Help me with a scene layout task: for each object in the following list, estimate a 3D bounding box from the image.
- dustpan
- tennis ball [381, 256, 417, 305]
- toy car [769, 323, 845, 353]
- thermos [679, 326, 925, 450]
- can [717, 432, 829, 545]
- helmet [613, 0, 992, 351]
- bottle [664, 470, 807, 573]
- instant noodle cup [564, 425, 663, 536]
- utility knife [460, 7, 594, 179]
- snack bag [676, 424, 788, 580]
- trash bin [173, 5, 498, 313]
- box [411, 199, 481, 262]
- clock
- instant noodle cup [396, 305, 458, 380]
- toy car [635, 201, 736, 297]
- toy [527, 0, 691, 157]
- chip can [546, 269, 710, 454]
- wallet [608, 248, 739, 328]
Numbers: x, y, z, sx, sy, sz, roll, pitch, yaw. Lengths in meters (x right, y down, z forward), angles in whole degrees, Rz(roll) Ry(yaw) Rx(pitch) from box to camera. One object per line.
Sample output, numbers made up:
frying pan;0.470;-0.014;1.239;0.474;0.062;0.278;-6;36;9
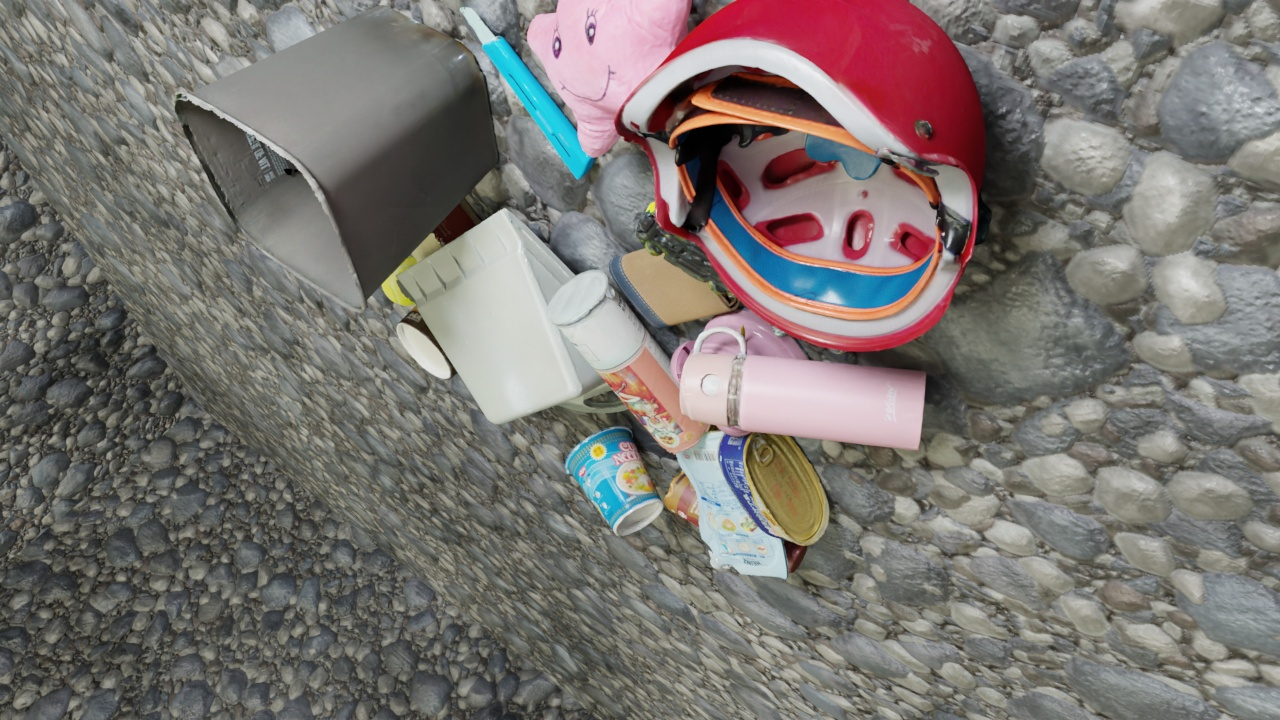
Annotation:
dustpan;-0.112;-0.033;1.039;0.223;0.142;0.258;-20;98;43
tennis ball;-0.309;-0.105;1.215;0.065;0.065;0.066;31;150;20
toy car;0.151;-0.029;0.764;0.091;0.042;0.034;18;109;37
thermos;0.135;0.022;0.769;0.199;0.087;0.067;7;171;17
can;0.139;0.128;0.960;0.049;0.074;0.148;0;130;56
helmet;0.118;-0.128;0.568;0.207;0.143;0.240;12;151;35
bottle;0.114;0.193;1.095;0.175;0.057;0.057;27;148;26
instant noodle cup;-0.027;0.154;1.141;0.110;0.099;0.099;56;160;28
utility knife;-0.100;-0.240;0.817;0.179;0.018;0.034;52;151;-14
snack bag;0.099;0.158;1.028;0.110;0.038;0.191;-9;106;35
trash bin;-0.271;-0.204;0.871;0.199;0.219;0.199;30;150;21
box;-0.251;-0.162;1.052;0.091;0.077;0.168;-9;123;55
clock;0.091;0.017;0.882;0.117;0.059;0.159;47;152;-6
instant noodle cup;-0.231;-0.046;1.146;0.118;0.114;0.119;32;151;20
toy car;0.047;-0.088;0.712;0.105;0.032;0.048;32;152;-7
toy;-0.026;-0.237;0.668;0.195;0.074;0.179;14;126;50
chip can;-0.006;0.006;0.944;0.071;0.071;0.215;8;146;47
wallet;0.030;-0.073;0.866;0.090;0.033;0.115;50;150;-19
